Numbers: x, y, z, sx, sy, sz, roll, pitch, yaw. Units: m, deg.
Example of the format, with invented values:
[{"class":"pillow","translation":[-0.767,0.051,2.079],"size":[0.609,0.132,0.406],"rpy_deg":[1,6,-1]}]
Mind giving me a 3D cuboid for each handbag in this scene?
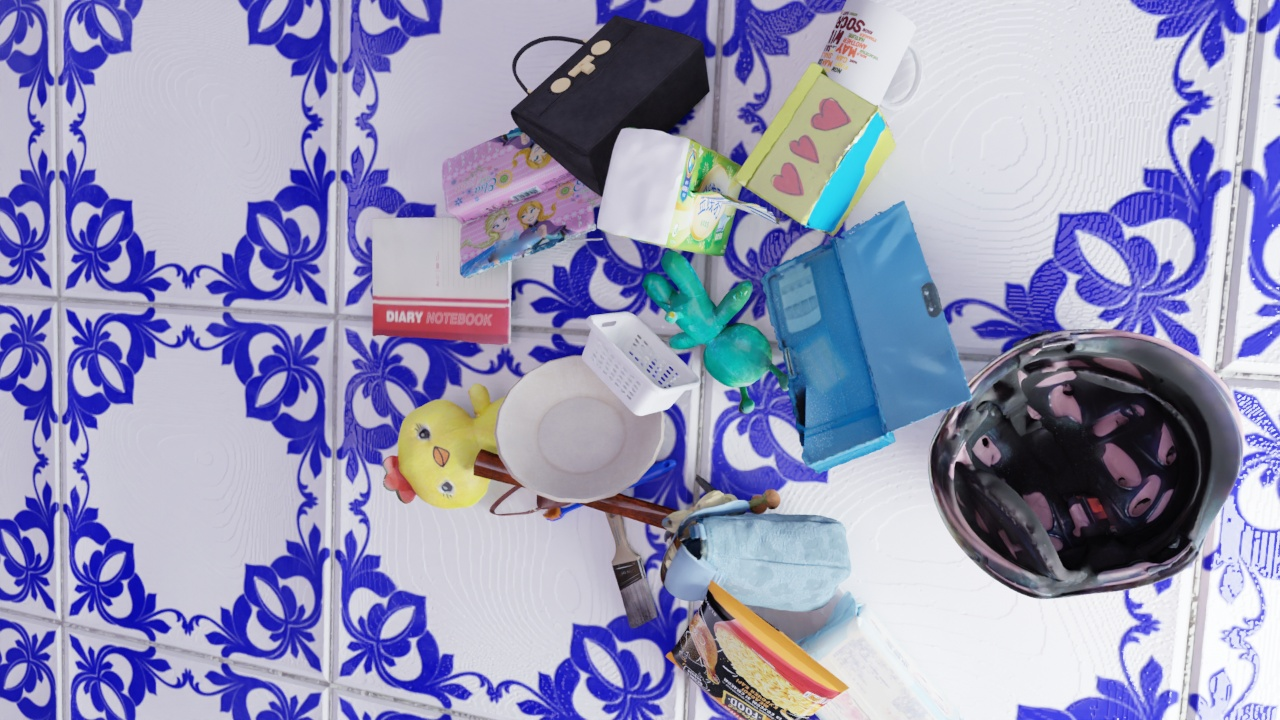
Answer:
[{"class":"handbag","translation":[-0.135,0.164,1.106],"size":[0.120,0.029,0.055],"rpy_deg":[-24,61,26]},{"class":"handbag","translation":[0.117,0.193,0.958],"size":[0.192,0.122,0.118],"rpy_deg":[4,53,-6]},{"class":"handbag","translation":[-0.059,-0.301,0.995],"size":[0.196,0.072,0.175],"rpy_deg":[37,74,25]}]

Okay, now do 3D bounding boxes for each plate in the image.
[{"class":"plate","translation":[-0.068,0.078,1.031],"size":[0.189,0.027,0.188],"rpy_deg":[-1,56,1]}]

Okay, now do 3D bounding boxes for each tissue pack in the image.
[{"class":"tissue pack","translation":[0.238,0.344,0.962],"size":[0.112,0.070,0.182],"rpy_deg":[-45,77,17]},{"class":"tissue pack","translation":[0.065,-0.159,0.920],"size":[0.141,0.197,0.120],"rpy_deg":[16,105,20]}]

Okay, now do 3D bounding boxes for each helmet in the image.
[{"class":"helmet","translation":[0.397,0.088,0.840],"size":[0.256,0.152,0.230],"rpy_deg":[-39,79,15]}]

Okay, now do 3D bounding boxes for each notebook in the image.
[{"class":"notebook","translation":[-0.246,-0.100,1.125],"size":[0.209,0.012,0.153],"rpy_deg":[4,96,26]}]

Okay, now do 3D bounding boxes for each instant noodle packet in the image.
[{"class":"instant noodle packet","translation":[0.113,0.327,0.967],"size":[0.160,0.032,0.221],"rpy_deg":[36,144,14]}]

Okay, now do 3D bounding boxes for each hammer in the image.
[{"class":"hammer","translation":[-0.044,0.156,1.037],"size":[0.301,0.028,0.111],"rpy_deg":[16,97,4]}]

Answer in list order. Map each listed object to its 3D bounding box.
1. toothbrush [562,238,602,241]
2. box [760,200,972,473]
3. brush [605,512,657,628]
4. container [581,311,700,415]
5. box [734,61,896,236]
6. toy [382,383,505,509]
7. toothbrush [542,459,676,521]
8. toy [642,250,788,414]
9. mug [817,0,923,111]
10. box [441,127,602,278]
[{"class":"toothbrush","translation":[-0.108,-0.141,1.049],"size":[0.182,0.010,0.010],"rpy_deg":[5,95,42]},{"class":"box","translation":[0.215,-0.024,0.893],"size":[0.175,0.033,0.231],"rpy_deg":[-27,55,31]},{"class":"brush","translation":[-0.016,0.238,1.076],"size":[0.039,0.012,0.151],"rpy_deg":[-18,87,20]},{"class":"container","translation":[-0.006,0.006,1.013],"size":[0.129,0.080,0.050],"rpy_deg":[45,122,25]},{"class":"box","translation":[0.171,-0.191,0.867],"size":[0.081,0.220,0.124],"rpy_deg":[36,107,14]},{"class":"toy","translation":[-0.205,0.102,1.099],"size":[0.208,0.092,0.134],"rpy_deg":[-22,92,11]},{"class":"toothbrush","translation":[-0.038,0.152,1.075],"size":[0.183,0.018,0.016],"rpy_deg":[-26,59,20]},{"class":"toy","translation":[0.077,-0.029,0.983],"size":[0.193,0.072,0.131],"rpy_deg":[47,134,0]},{"class":"mug","translation":[0.234,-0.297,0.920],"size":[0.105,0.073,0.090],"rpy_deg":[22,102,-9]},{"class":"box","translation":[-0.122,-0.197,1.044],"size":[0.231,0.035,0.159],"rpy_deg":[-18,66,20]}]
